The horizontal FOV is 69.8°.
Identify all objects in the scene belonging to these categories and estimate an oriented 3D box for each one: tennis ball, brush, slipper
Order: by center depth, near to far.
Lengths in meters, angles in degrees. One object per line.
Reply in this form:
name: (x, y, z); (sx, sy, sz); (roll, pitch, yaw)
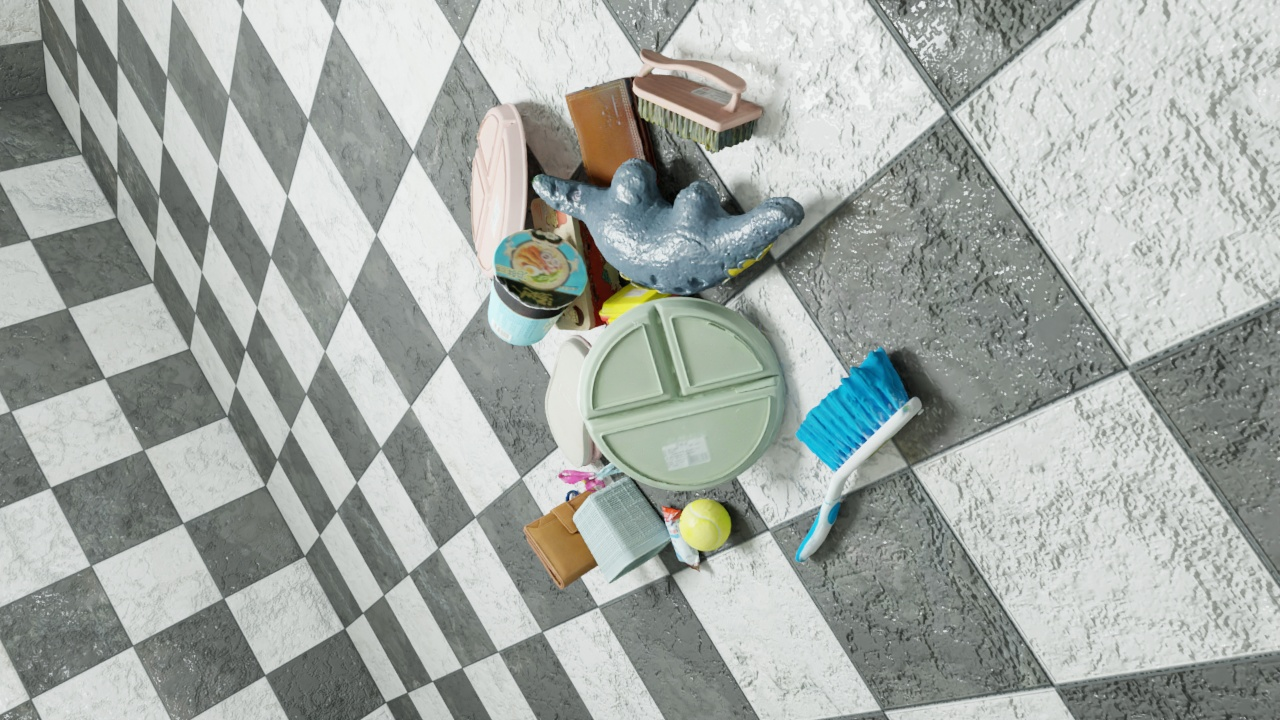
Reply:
brush: (0.049, -0.264, 0.917); (0.146, 0.063, 0.073); (35, 139, 35)
brush: (0.203, 0.114, 0.973); (0.109, 0.060, 0.315); (48, 144, 14)
tennis ball: (0.082, 0.208, 1.161); (0.065, 0.065, 0.066); (29, 131, 38)
slipper: (-0.079, 0.057, 1.271); (0.114, 0.054, 0.275); (49, 151, 25)

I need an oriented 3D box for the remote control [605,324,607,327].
remote control: (-0.007, 0.007, 1.180); (0.049, 0.024, 0.125); (-5, 108, 51)

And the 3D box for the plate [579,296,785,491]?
plate: (0.045, 0.043, 1.016); (0.230, 0.027, 0.230); (2, 107, 6)

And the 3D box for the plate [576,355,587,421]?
plate: (0.010, 0.067, 1.111); (0.205, 0.045, 0.205); (20, 141, 17)

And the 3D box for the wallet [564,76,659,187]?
wallet: (-0.030, -0.254, 1.046); (0.101, 0.032, 0.124); (2, 114, 47)

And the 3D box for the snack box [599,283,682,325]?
snack box: (0.009, -0.046, 1.086); (0.091, 0.081, 0.080); (2, 123, 49)

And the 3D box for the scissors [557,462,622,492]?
scissors: (-0.052, 0.169, 1.328); (0.138, 0.017, 0.093); (-15, 141, 35)

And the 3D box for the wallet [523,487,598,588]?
wallet: (-0.093, 0.258, 1.348); (0.108, 0.131, 0.031); (53, 145, 16)

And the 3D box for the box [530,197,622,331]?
box: (-0.070, -0.126, 1.145); (0.091, 0.076, 0.168); (5, 109, 50)

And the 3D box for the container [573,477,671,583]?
container: (-0.029, 0.237, 1.295); (0.111, 0.089, 0.090); (55, 142, 15)

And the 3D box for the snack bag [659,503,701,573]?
snack bag: (0.055, 0.240, 1.247); (0.048, 0.026, 0.104); (4, 115, 62)

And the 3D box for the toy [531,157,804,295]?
toy: (0.023, -0.139, 0.988); (0.357, 0.091, 0.138); (18, 136, 36)

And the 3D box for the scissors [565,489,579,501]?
scissors: (-0.090, 0.280, 1.458); (0.162, 0.012, 0.176); (19, 126, 43)

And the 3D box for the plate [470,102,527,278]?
plate: (-0.186, -0.214, 1.178); (0.230, 0.028, 0.229); (179, 90, -68)

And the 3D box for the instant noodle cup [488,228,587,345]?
instant noodle cup: (-0.133, -0.079, 1.104); (0.111, 0.111, 0.121); (54, 148, 13)
